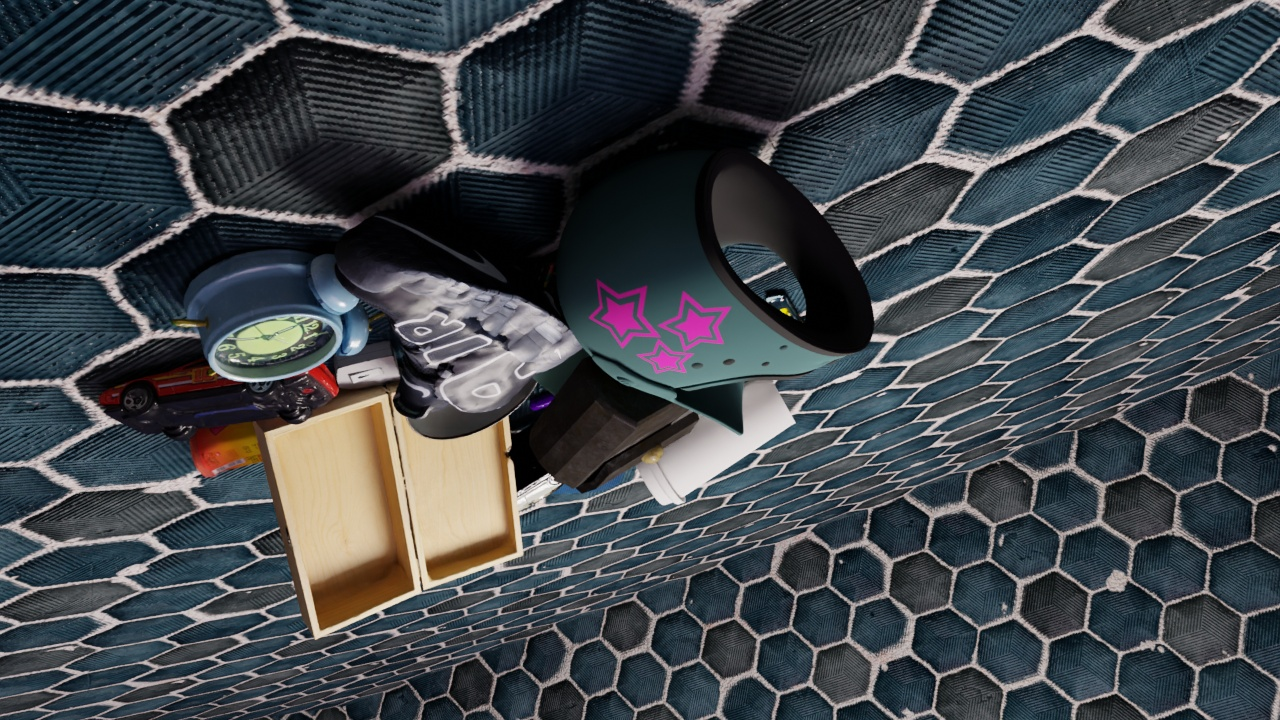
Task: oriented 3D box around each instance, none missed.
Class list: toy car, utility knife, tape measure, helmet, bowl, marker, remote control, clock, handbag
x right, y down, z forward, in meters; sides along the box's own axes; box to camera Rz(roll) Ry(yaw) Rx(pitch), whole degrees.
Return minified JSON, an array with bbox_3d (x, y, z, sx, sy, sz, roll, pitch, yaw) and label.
[{"bbox_3d":[-0.374,0.030,0.821,0.189,0.056,0.082,-11,157,-1],"label":"toy car"},{"bbox_3d":[0.178,-0.051,1.116,0.029,0.020,0.172,-25,157,13],"label":"utility knife"},{"bbox_3d":[-0.267,0.007,0.897,0.062,0.020,0.060,-13,158,-12],"label":"tape measure"},{"bbox_3d":[0.050,-0.047,0.761,0.274,0.176,0.201,32,143,-34],"label":"helmet"},{"bbox_3d":[-0.172,0.007,0.897,0.150,0.056,0.151,-25,145,-19],"label":"bowl"},{"bbox_3d":[-0.074,0.032,1.117,0.134,0.015,0.018,-21,-176,8],"label":"marker"},{"bbox_3d":[-0.133,-0.072,0.806,0.140,0.021,0.046,-5,137,-35],"label":"remote control"},{"bbox_3d":[-0.155,0.154,1.173,0.191,0.094,0.071,-31,132,-3],"label":"toy car"},{"bbox_3d":[-0.276,-0.038,0.728,0.162,0.060,0.118,-18,158,-12],"label":"clock"},{"bbox_3d":[-0.017,0.063,0.922,0.196,0.102,0.200,-26,165,-45],"label":"handbag"}]

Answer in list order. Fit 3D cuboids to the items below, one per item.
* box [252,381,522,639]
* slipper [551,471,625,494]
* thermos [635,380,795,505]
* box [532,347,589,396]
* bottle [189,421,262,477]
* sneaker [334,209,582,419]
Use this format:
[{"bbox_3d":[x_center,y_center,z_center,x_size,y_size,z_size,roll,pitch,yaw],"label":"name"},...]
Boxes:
[{"bbox_3d":[-0.252,0.141,0.971,0.253,0.068,0.247,-14,118,-24],"label":"box"},{"bbox_3d":[-0.166,0.147,1.267,0.294,0.060,0.118,-1,152,-15],"label":"slipper"},{"bbox_3d":[0.103,0.106,1.312,0.222,0.131,0.131,-29,158,7],"label":"thermos"},{"bbox_3d":[-0.017,-0.031,0.904,0.187,0.052,0.138,-40,143,11],"label":"box"},{"bbox_3d":[-0.384,0.079,0.941,0.134,0.048,0.072,-12,158,-16],"label":"bottle"},{"bbox_3d":[-0.168,-0.019,0.735,0.151,0.097,0.252,-49,147,12],"label":"sneaker"}]
